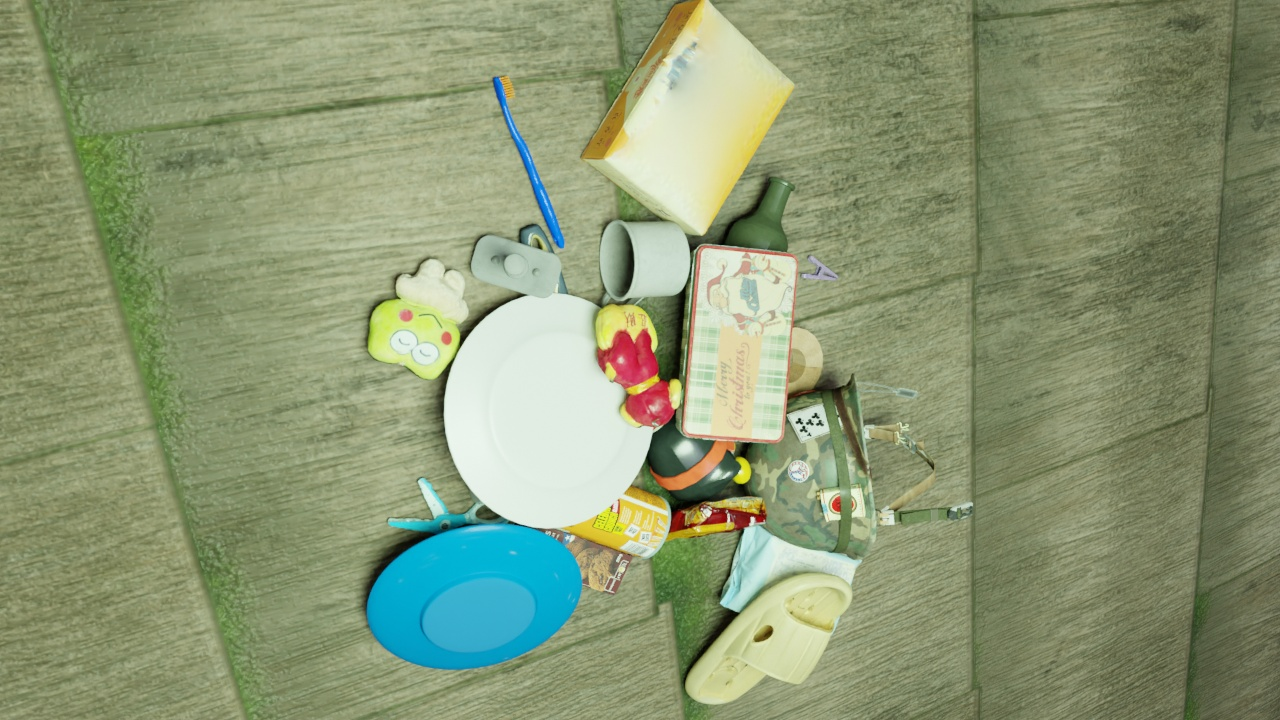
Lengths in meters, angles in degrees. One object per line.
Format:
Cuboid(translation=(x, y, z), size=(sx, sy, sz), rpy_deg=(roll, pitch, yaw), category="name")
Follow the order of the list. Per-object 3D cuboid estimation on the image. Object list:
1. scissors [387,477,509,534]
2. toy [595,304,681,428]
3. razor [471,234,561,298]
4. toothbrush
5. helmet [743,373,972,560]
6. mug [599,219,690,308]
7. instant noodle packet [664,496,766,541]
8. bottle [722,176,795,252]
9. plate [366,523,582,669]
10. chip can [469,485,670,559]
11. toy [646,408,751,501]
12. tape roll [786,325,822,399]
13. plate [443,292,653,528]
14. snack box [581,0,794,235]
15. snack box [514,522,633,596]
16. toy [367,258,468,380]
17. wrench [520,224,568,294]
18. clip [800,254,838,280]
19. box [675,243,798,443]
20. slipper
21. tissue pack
Cuboid(translation=(-0.206, 0.187, 0.983), size=(0.134, 0.012, 0.134), rpy_deg=(8, 100, -30), category="scissors")
Cuboid(translation=(-0.006, 0.006, 0.948), size=(0.105, 0.067, 0.137), rpy_deg=(-26, 96, -55), category="toy")
Cuboid(translation=(-0.120, -0.091, 0.881), size=(0.088, 0.116, 0.047), rpy_deg=(16, 93, -8), category="razor")
Cuboid(translation=(-0.109, -0.198, 0.931), size=(0.018, 0.016, 0.182), rpy_deg=(-30, 114, -23), category="toothbrush")
Cuboid(translation=(0.242, 0.124, 1.071), size=(0.236, 0.192, 0.225), rpy_deg=(12, 118, 1), category="helmet")
Cuboid(translation=(0.000, -0.096, 0.980), size=(0.070, 0.084, 0.113), rpy_deg=(-5, 134, -28), category="mug")
Cuboid(translation=(0.076, 0.184, 1.056), size=(0.098, 0.136, 0.039), rpy_deg=(-6, 78, -27), category="instant noodle packet")
Cuboid(translation=(0.120, -0.105, 1.035), size=(0.071, 0.071, 0.207), rpy_deg=(21, 93, -29), category="bottle")
Cuboid(translation=(-0.169, 0.259, 0.960), size=(0.224, 0.024, 0.225), rpy_deg=(-9, 128, -12), category="plate")
Cuboid(translation=(-0.073, 0.151, 1.002), size=(0.215, 0.075, 0.075), rpy_deg=(25, 91, -29), category="chip can")
Cuboid(translation=(0.052, 0.101, 1.040), size=(0.100, 0.097, 0.119), rpy_deg=(-37, 117, 4), category="toy")
Cuboid(translation=(0.175, 0.004, 1.114), size=(0.093, 0.027, 0.094), rpy_deg=(-6, 105, -25), category="tape roll")
Cuboid(translation=(-0.084, 0.051, 0.943), size=(0.242, 0.016, 0.242), rpy_deg=(2, 87, -32), category="plate")
Cuboid(translation=(0.054, -0.252, 0.960), size=(0.145, 0.081, 0.195), rpy_deg=(33, 87, -29), category="snack box")
Cuboid(translation=(-0.081, 0.219, 1.039), size=(0.140, 0.032, 0.051), rpy_deg=(26, 90, -29), category="snack box")
Cuboid(translation=(-0.214, -0.043, 0.903), size=(0.092, 0.046, 0.115), rpy_deg=(27, 82, -26), category="toy")
Cuboid(translation=(-0.076, -0.016, 0.989), size=(0.073, 0.022, 0.273), rpy_deg=(-23, 112, -17), category="wrench")
Cuboid(translation=(0.215, -0.105, 1.116), size=(0.046, 0.014, 0.050), rpy_deg=(-45, 115, -10), category="clip")
Cuboid(translation=(0.102, -0.017, 0.976), size=(0.117, 0.050, 0.205), rpy_deg=(6, 93, -7), category="box")
Cuboid(translation=(0.152, 0.355, 1.106), size=(0.111, 0.079, 0.262), rpy_deg=(27, 119, -27), category="slipper")
Cuboid(translation=(0.187, 0.275, 1.165), size=(0.181, 0.070, 0.112), rpy_deg=(20, 93, -26), category="tissue pack")
